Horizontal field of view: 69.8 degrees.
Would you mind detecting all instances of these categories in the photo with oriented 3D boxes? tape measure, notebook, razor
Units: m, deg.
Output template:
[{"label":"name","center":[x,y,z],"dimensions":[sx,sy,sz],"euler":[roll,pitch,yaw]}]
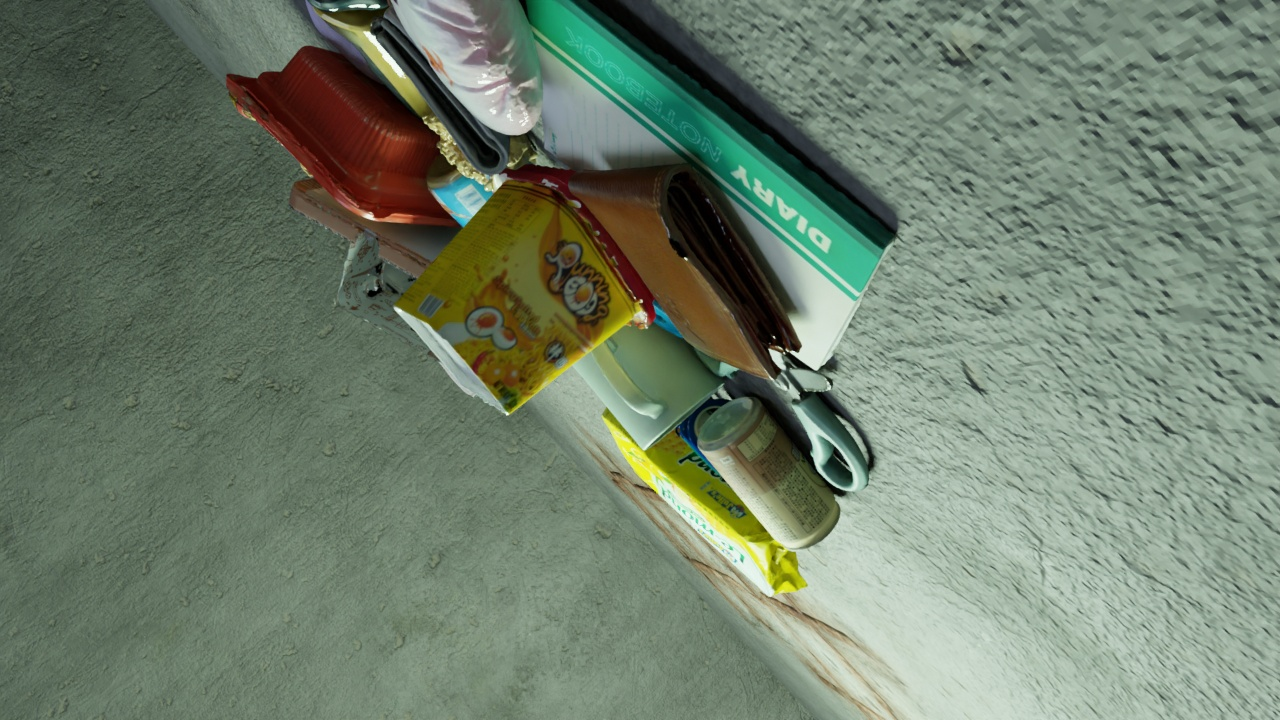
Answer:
[{"label":"tape measure","center":[0.064,0.059,0.739],"dimensions":[0.058,0.054,0.025],"euler":[45,166,13]},{"label":"notebook","center":[0.023,-0.088,0.453],"dimensions":[0.209,0.012,0.150],"euler":[41,165,13]},{"label":"razor","center":[-0.182,-0.232,0.667],"dimensions":[0.068,0.062,0.167],"euler":[9,162,17]}]

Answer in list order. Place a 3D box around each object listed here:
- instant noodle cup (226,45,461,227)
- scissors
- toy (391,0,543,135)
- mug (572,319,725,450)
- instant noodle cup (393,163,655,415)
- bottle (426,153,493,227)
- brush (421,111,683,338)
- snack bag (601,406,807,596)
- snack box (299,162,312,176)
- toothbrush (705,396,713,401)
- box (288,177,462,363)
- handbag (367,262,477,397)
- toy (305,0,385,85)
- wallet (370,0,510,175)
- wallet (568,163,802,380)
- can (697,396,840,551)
[{"label":"instant noodle cup","center":[-0.229,-0.192,0.775],"dimensions":[0.189,0.079,0.164],"euler":[44,-159,13]},{"label":"scissors","center":[0.100,0.030,0.604],"dimensions":[0.181,0.019,0.170],"euler":[51,168,-14]},{"label":"toy","center":[-0.095,-0.182,0.448],"dimensions":[0.159,0.054,0.121],"euler":[62,178,34]},{"label":"mug","center":[-0.004,0.004,0.684],"dimensions":[0.106,0.082,0.111],"euler":[51,-163,6]},{"label":"instant noodle cup","center":[-0.072,-0.041,0.561],"dimensions":[0.116,0.123,0.116],"euler":[23,154,53]},{"label":"bottle","center":[-0.095,-0.090,0.790],"dimensions":[0.065,0.065,0.219],"euler":[33,163,52]},{"label":"brush","center":[-0.060,-0.105,0.652],"dimensions":[0.254,0.045,0.083],"euler":[44,162,9]},{"label":"snack bag","center":[0.068,0.127,0.930],"dimensions":[0.246,0.068,0.158],"euler":[40,167,31]},{"label":"snack box","center":[-0.300,-0.242,0.946],"dimensions":[0.118,0.117,0.105],"euler":[57,178,-32]},{"label":"toothbrush","center":[0.044,0.026,0.783],"dimensions":[0.212,0.026,0.027],"euler":[46,-156,-1]},{"label":"box","center":[-0.219,-0.074,0.879],"dimensions":[0.181,0.158,0.197],"euler":[29,-155,8]},{"label":"handbag","center":[-0.206,-0.074,1.051],"dimensions":[0.197,0.145,0.098],"euler":[47,172,-5]},{"label":"toy","center":[-0.229,-0.262,0.749],"dimensions":[0.108,0.039,0.084],"euler":[43,-176,-4]},{"label":"wallet","center":[-0.111,-0.175,0.545],"dimensions":[0.106,0.037,0.129],"euler":[54,-169,-27]},{"label":"wallet","center":[0.021,-0.049,0.479],"dimensions":[0.124,0.032,0.101],"euler":[53,166,-25]},{"label":"can","center":[0.098,0.086,0.697],"dimensions":[0.116,0.058,0.058],"euler":[51,169,-17]}]
